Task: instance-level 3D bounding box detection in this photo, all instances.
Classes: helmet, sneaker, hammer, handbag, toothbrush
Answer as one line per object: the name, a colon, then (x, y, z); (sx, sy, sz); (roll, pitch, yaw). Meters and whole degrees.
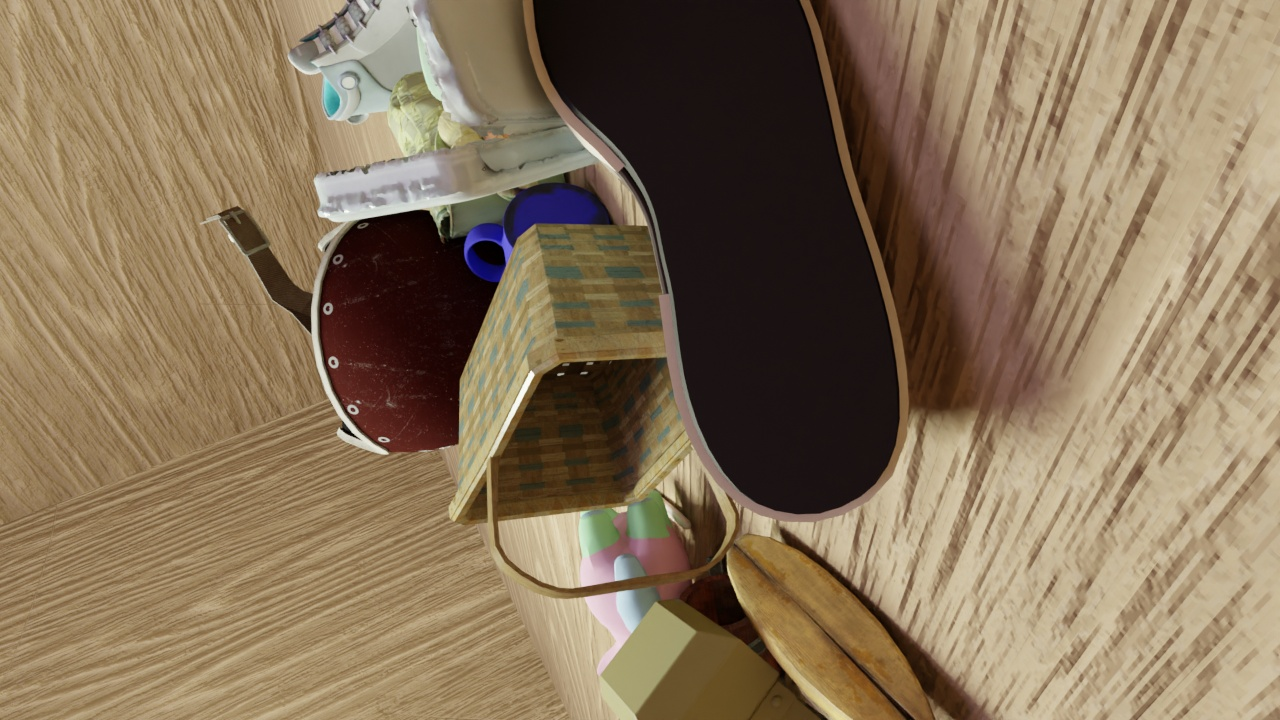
helmet: (-0.218, -0.033, 0.836); (0.254, 0.233, 0.233); (-4, 92, 42)
sneaker: (0.039, -0.078, 0.419); (0.116, 0.112, 0.293); (8, -120, -84)
sneaker: (-0.230, -0.315, 0.780); (0.093, 0.160, 0.257); (58, 162, 28)
hammer: (-0.003, 0.339, 0.579); (0.190, 0.324, 0.101); (42, 168, -14)
handbag: (-0.140, -0.188, 0.757); (0.186, 0.113, 0.117); (60, 153, 24)
toothbrush: (0.003, 0.126, 0.871); (0.181, 0.018, 0.016); (27, 144, 62)

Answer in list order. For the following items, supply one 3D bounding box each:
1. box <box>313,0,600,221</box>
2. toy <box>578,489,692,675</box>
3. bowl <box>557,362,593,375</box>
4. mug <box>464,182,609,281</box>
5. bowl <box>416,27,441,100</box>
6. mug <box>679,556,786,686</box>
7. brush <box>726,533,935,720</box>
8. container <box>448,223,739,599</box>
box: (-0.072, -0.131, 0.458); (0.106, 0.210, 0.130); (-14, 97, 28)
toy: (0.002, 0.199, 0.772); (0.222, 0.120, 0.171); (83, 173, -88)
bowl: (-0.053, 0.052, 0.854); (0.153, 0.072, 0.154); (56, 158, 36)
mug: (-0.081, -0.082, 0.715); (0.084, 0.111, 0.079); (98, 176, -59)
bowl: (-0.076, -0.224, 0.537); (0.151, 0.077, 0.151); (135, 143, -90)
mug: (0.068, 0.223, 0.723); (0.117, 0.081, 0.111); (-93, -7, -66)
brush: (0.108, 0.167, 0.550); (0.195, 0.059, 0.043); (43, 159, 57)
container: (-0.026, 0.051, 0.574); (0.251, 0.157, 0.186); (126, 135, -54)
